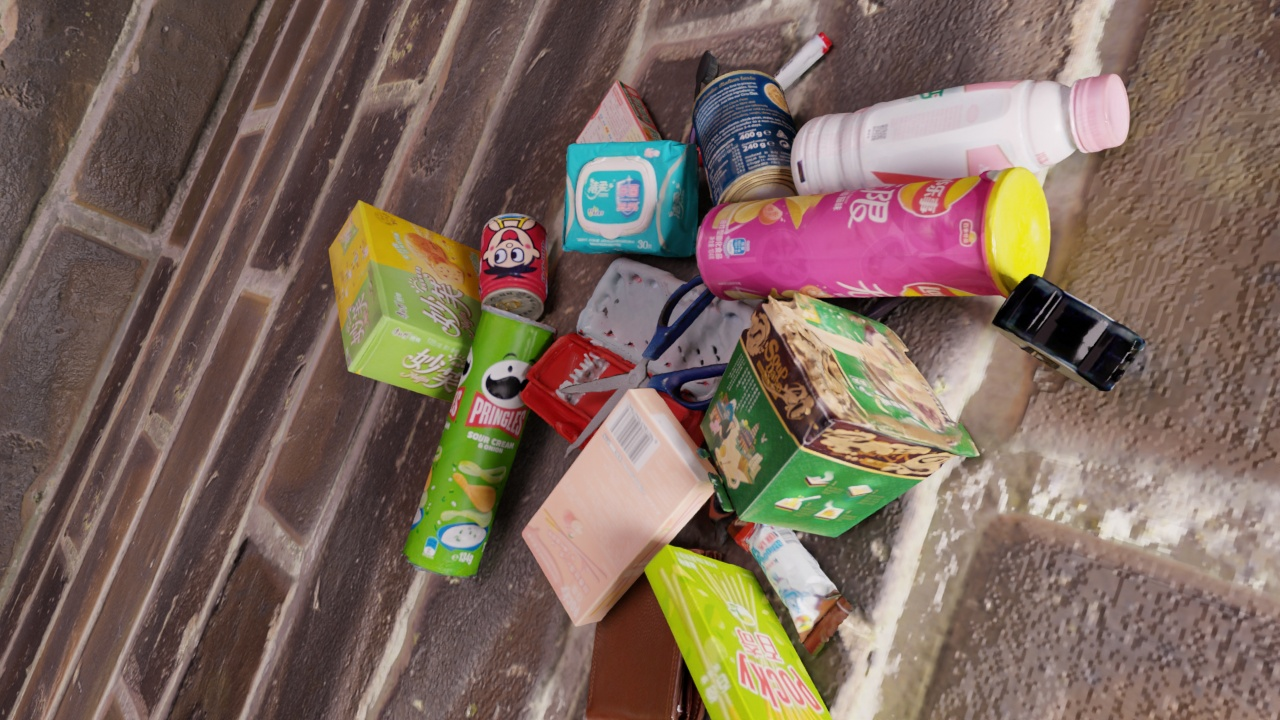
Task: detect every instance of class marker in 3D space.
[{"bbox_3d":[0.097,-0.213,0.755,0.146,0.017,0.017,-40,44,28],"label":"marker"}]

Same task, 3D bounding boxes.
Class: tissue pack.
[{"bbox_3d":[-0.012,-0.135,0.771,0.134,0.050,0.093,7,99,38],"label":"tissue pack"}]

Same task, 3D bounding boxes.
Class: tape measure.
[{"bbox_3d":[0.216,-0.013,0.469,0.066,0.066,0.033,37,100,16],"label":"tape measure"}]

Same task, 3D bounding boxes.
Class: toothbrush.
[{"bbox_3d":[0.148,-0.025,0.597,0.181,0.018,0.015,-41,38,24],"label":"toothbrush"},{"bbox_3d":[0.047,-0.188,0.807,0.014,0.016,0.188,-12,64,56],"label":"toothbrush"}]

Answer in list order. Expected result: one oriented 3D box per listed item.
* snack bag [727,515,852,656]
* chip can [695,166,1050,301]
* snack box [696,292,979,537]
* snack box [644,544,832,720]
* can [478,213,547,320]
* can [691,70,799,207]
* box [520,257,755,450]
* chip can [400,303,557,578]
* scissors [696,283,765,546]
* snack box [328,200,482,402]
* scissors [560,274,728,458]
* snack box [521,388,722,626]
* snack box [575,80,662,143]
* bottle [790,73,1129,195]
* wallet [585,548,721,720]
[{"bbox_3d":[0.091,0.128,0.568,0.048,0.026,0.104,-60,36,25],"label":"snack bag"},{"bbox_3d":[0.134,-0.072,0.571,0.211,0.071,0.071,3,72,46],"label":"chip can"},{"bbox_3d":[0.105,0.039,0.547,0.106,0.117,0.118,-55,35,30],"label":"snack box"},{"bbox_3d":[0.063,0.179,0.524,0.026,0.085,0.156,-48,40,18],"label":"snack box"},{"bbox_3d":[-0.124,-0.088,0.901,0.067,0.066,0.093,-30,50,36],"label":"can"},{"bbox_3d":[0.084,-0.153,0.690,0.075,0.075,0.111,-35,47,32],"label":"can"},{"bbox_3d":[-0.004,0.003,0.716,0.158,0.039,0.201,-53,37,-6],"label":"box"},{"bbox_3d":[-0.142,0.072,0.814,0.072,0.072,0.236,18,89,52],"label":"chip can"},{"bbox_3d":[0.049,0.030,0.678,0.226,0.015,0.189,-56,39,11],"label":"scissors"},{"bbox_3d":[-0.214,-0.054,0.911,0.070,0.157,0.210,-51,40,21],"label":"snack box"},{"bbox_3d":[0.008,0.006,0.660,0.162,0.012,0.174,18,76,48],"label":"scissors"},{"bbox_3d":[-0.018,0.102,0.628,0.084,0.026,0.158,53,123,28],"label":"snack box"},{"bbox_3d":[-0.015,-0.190,0.856,0.077,0.027,0.155,-50,40,29],"label":"snack box"},{"bbox_3d":[0.190,-0.135,0.568,0.197,0.068,0.068,-1,69,45],"label":"bottle"},{"bbox_3d":[0.006,0.190,0.630,0.101,0.032,0.124,-16,58,47],"label":"wallet"}]
